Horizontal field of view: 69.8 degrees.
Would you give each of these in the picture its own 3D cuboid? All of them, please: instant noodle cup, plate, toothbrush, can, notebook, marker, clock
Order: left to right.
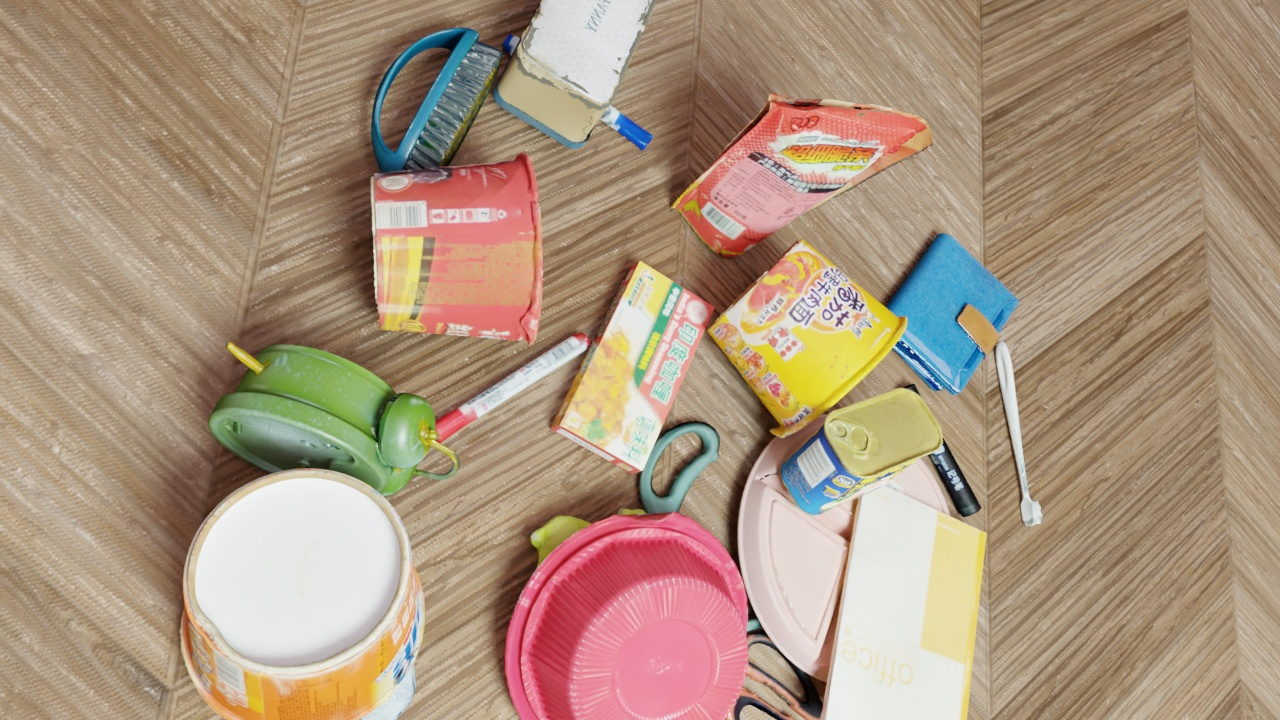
[{"bbox_3d":[-0.203,0.141,0.555,0.151,0.112,0.151,8,58,-13],"label":"instant noodle cup"},{"bbox_3d":[-0.197,0.046,0.601,0.161,0.116,0.056,24,60,-14],"label":"clock"},{"bbox_3d":[-0.133,-0.079,0.649,0.108,0.138,0.137,-2,79,-15],"label":"instant noodle cup"},{"bbox_3d":[-0.098,0.019,0.702,0.145,0.017,0.017,-34,93,-26],"label":"marker"},{"bbox_3d":[-0.052,-0.226,0.775,0.145,0.017,0.016,33,68,-13],"label":"marker"},{"bbox_3d":[0.005,0.207,0.649,0.193,0.066,0.194,-2,96,-21],"label":"instant noodle cup"},{"bbox_3d":[0.129,-0.024,0.750,0.110,0.138,0.137,45,65,0],"label":"instant noodle cup"},{"bbox_3d":[0.184,0.156,0.775,0.229,0.028,0.229,8,72,-26],"label":"plate"},{"bbox_3d":[0.171,0.073,0.719,0.102,0.083,0.057,-16,66,-29],"label":"can"},{"bbox_3d":[0.222,0.217,0.756,0.145,0.010,0.205,25,65,-20],"label":"notebook"},{"bbox_3d":[0.275,0.083,0.847,0.022,0.020,0.132,-27,88,-55],"label":"marker"},{"bbox_3d":[0.367,0.070,0.891,0.016,0.016,0.180,-1,79,-31],"label":"toothbrush"}]

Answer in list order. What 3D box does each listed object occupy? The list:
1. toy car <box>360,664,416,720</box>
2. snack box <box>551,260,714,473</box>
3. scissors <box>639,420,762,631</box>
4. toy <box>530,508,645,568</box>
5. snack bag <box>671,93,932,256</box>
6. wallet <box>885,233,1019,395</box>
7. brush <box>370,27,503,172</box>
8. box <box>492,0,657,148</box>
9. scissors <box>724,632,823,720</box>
[{"bbox_3d":[-0.199,0.209,0.609,0.105,0.031,0.048,23,71,-18],"label":"toy car"},{"bbox_3d":[-0.004,0.004,0.739,0.077,0.027,0.155,31,69,-16],"label":"snack box"},{"bbox_3d":[0.055,0.140,0.741,0.170,0.019,0.174,27,68,-17],"label":"scissors"},{"bbox_3d":[-0.030,0.151,0.683,0.100,0.031,0.096,-35,92,-15],"label":"toy"},{"bbox_3d":[0.114,-0.149,0.723,0.128,0.208,0.073,9,74,-20],"label":"snack bag"},{"bbox_3d":[0.292,-0.044,0.873,0.106,0.040,0.132,43,66,-4],"label":"wallet"},{"bbox_3d":[-0.162,-0.198,0.700,0.073,0.055,0.143,30,69,-16],"label":"brush"},{"bbox_3d":[-0.049,-0.257,0.742,0.089,0.064,0.183,30,60,-14],"label":"box"},{"bbox_3d":[0.137,0.317,0.739,0.182,0.015,0.209,-9,82,-26],"label":"scissors"}]
